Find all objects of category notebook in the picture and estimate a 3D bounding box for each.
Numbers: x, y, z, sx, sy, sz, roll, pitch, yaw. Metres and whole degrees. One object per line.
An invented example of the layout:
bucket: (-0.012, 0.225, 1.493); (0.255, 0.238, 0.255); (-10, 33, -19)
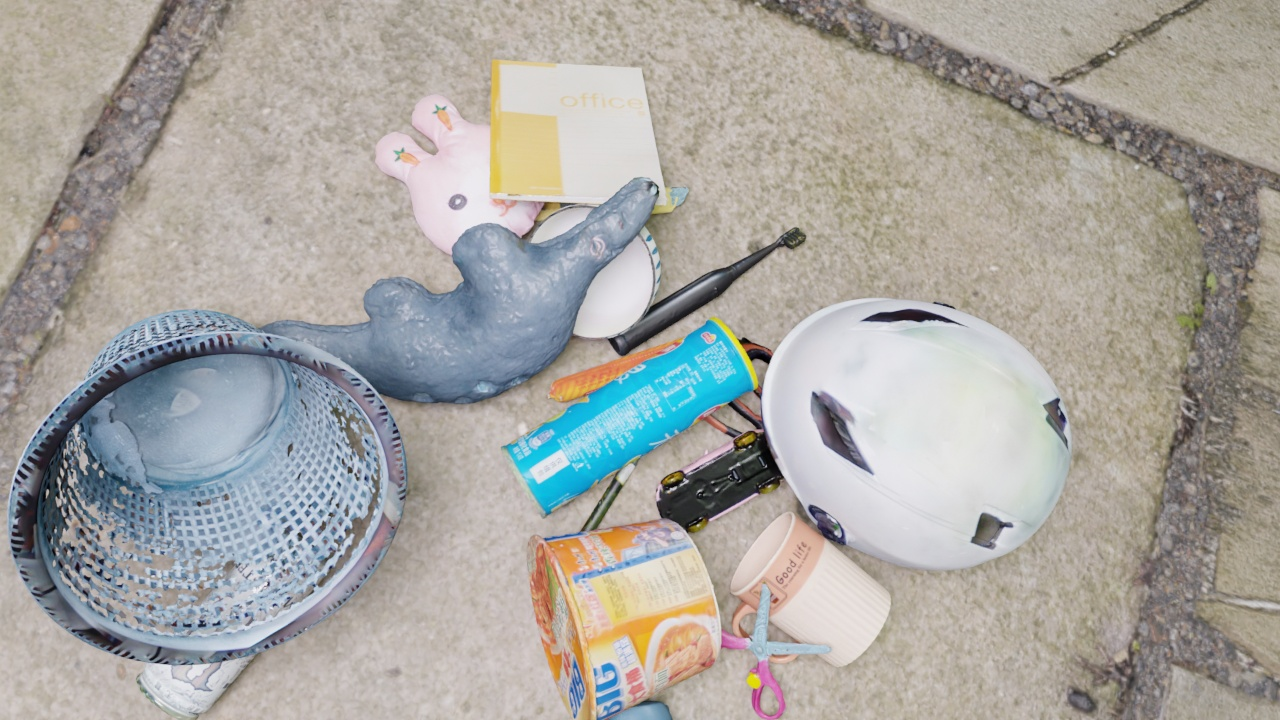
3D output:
notebook: (-0.059, -0.204, 0.806); (0.146, 0.010, 0.206); (1, 47, -9)

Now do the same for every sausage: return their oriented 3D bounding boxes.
sausage: (-0.005, 0.005, 0.806); (0.165, 0.021, 0.021); (-18, 81, -7)

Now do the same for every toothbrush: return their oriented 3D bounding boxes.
toothbrush: (-0.018, 0.100, 0.791); (0.012, 0.017, 0.185); (24, 72, 30)
toothbrush: (0.064, -0.067, 0.837); (0.212, 0.026, 0.027); (-31, 44, -14)

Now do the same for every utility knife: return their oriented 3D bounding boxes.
utility knife: (-0.034, -0.146, 0.848); (0.162, 0.018, 0.031); (-5, 81, -14)

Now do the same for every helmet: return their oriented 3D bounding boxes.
helmet: (0.239, 0.058, 0.745); (0.258, 0.146, 0.228); (37, 79, -10)

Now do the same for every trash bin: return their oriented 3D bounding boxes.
trash bin: (-0.301, 0.060, 0.642); (0.226, 0.195, 0.227); (-12, 115, -27)

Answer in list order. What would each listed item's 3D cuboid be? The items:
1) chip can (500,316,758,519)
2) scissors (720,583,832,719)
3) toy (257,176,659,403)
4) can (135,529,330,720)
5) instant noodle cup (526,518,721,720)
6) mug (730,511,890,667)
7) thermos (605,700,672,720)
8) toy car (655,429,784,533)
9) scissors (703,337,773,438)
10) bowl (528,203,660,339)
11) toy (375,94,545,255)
chip can: (-0.008, 0.047, 0.763); (0.210, 0.071, 0.071); (-31, 84, -6)
scissors: (0.090, 0.235, 0.748); (0.136, 0.017, 0.133); (13, 116, 24)
toy: (-0.135, -0.036, 0.744); (0.357, 0.091, 0.138); (-23, 111, 9)
can: (-0.308, 0.198, 0.701); (0.058, 0.058, 0.146); (39, 74, 1)
instant noodle cup: (-0.013, 0.194, 0.710); (0.111, 0.152, 0.151); (-12, 79, -20)
mug: (0.132, 0.203, 0.766); (0.106, 0.081, 0.115); (37, 101, -1)
thermos: (0.012, 0.377, 0.709); (0.070, 0.070, 0.220); (-10, 79, -11)
toy car: (0.070, 0.104, 0.795); (0.122, 0.037, 0.056); (-28, 92, -3)
scissors: (0.142, 0.059, 0.827); (0.206, 0.015, 0.193); (3, 76, -9)
bowl: (-0.035, -0.083, 0.793); (0.116, 0.066, 0.116); (6, 111, 15)
toy: (-0.160, -0.162, 0.811); (0.159, 0.054, 0.121); (39, 83, 8)
